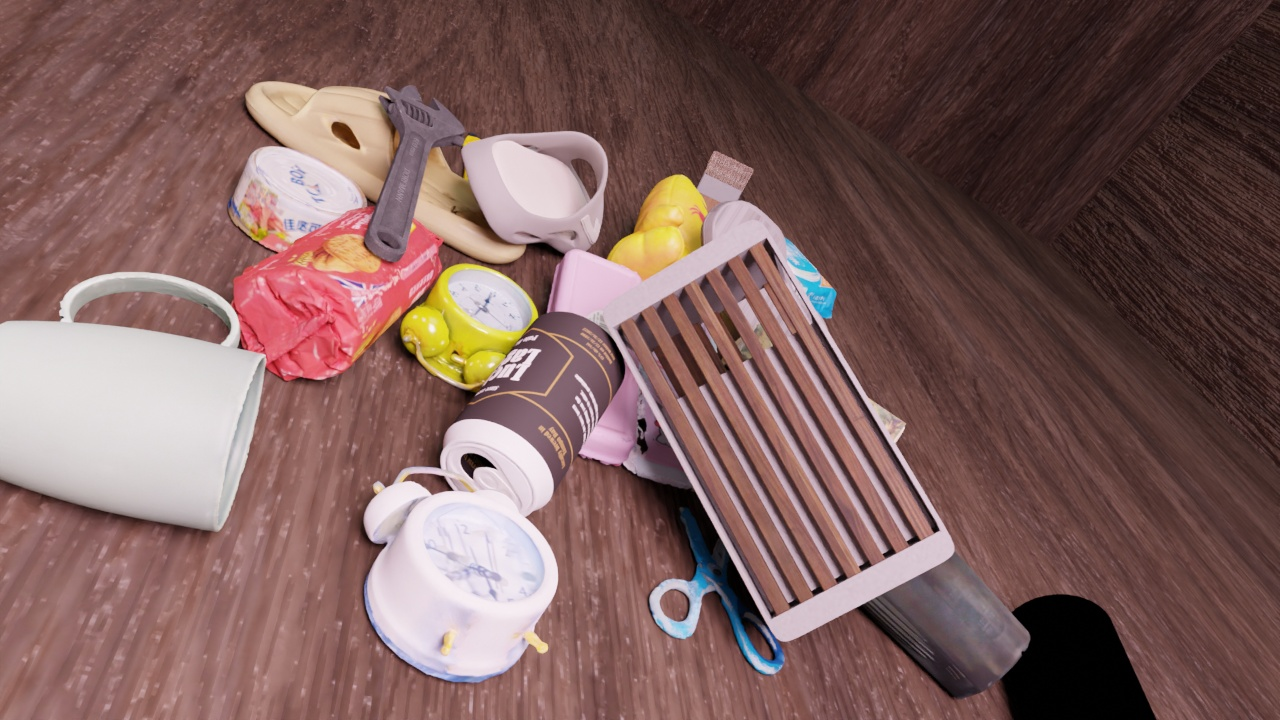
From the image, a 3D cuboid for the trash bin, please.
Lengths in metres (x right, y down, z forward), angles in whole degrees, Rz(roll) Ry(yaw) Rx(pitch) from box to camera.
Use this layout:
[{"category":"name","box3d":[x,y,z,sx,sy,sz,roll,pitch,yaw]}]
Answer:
[{"category":"trash bin","box3d":[0.088,0.045,0.596,0.228,0.114,0.114,62,7,13]}]

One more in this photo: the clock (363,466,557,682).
[{"category":"clock","box3d":[-0.094,0.101,0.469,0.088,0.052,0.125,11,32,-38]}]

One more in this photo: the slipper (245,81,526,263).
[{"category":"slipper","box3d":[-0.201,-0.179,0.782,0.261,0.079,0.111,33,23,-5]}]

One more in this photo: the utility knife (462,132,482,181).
[{"category":"utility knife","box3d":[-0.163,-0.187,0.906,0.030,0.017,0.159,19,29,-20]}]

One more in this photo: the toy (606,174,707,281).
[{"category":"toy","box3d":[0.021,-0.091,0.888,0.087,0.134,0.193,-5,27,16]}]

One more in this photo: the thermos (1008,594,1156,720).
[{"category":"thermos","box3d":[0.318,0.263,0.645,0.086,0.086,0.198,32,26,-7]}]

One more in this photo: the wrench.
[{"category":"wrench","box3d":[-0.165,-0.141,0.656,0.073,0.018,0.272,31,26,-25]}]

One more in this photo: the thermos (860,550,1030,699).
[{"category":"thermos","box3d":[0.179,0.142,0.680,0.221,0.098,0.098,47,28,13]}]

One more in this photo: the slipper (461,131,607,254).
[{"category":"slipper","box3d":[-0.070,-0.160,0.822,0.113,0.081,0.265,66,16,2]}]

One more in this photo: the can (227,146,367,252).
[{"category":"can","box3d":[-0.243,-0.111,0.653,0.086,0.043,0.086,28,25,-15]}]

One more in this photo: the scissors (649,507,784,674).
[{"category":"scissors","box3d":[0.057,0.152,0.608,0.118,0.013,0.139,35,24,0]}]

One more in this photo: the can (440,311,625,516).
[{"category":"can","box3d":[-0.063,0.030,0.564,0.072,0.072,0.128,34,44,-3]}]

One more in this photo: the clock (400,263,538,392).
[{"category":"clock","box3d":[-0.118,-0.016,0.630,0.083,0.057,0.118,32,33,-9]}]

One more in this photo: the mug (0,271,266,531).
[{"category":"mug","box3d":[-0.226,0.012,0.407,0.104,0.084,0.111,14,61,-16]}]

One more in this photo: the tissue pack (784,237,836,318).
[{"category":"tissue pack","box3d":[0.166,-0.107,1.111,0.092,0.062,0.144,2,41,-48]}]

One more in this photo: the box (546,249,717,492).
[{"category":"box","box3d":[-0.004,0.004,0.711,0.152,0.037,0.200,19,41,-16]}]

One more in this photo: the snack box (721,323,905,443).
[{"category":"snack box","box3d":[0.140,0.032,0.796,0.147,0.041,0.143,35,-5,1]}]

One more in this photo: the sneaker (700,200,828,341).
[{"category":"sneaker","box3d":[0.099,-0.066,0.885,0.089,0.099,0.236,19,-24,43]}]

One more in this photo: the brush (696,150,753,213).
[{"category":"brush","box3d":[0.067,-0.146,0.966,0.045,0.143,0.008,24,26,-4]}]

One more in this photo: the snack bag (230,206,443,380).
[{"category":"snack bag","box3d":[-0.188,-0.049,0.579,0.082,0.082,0.176,32,25,-6]}]
